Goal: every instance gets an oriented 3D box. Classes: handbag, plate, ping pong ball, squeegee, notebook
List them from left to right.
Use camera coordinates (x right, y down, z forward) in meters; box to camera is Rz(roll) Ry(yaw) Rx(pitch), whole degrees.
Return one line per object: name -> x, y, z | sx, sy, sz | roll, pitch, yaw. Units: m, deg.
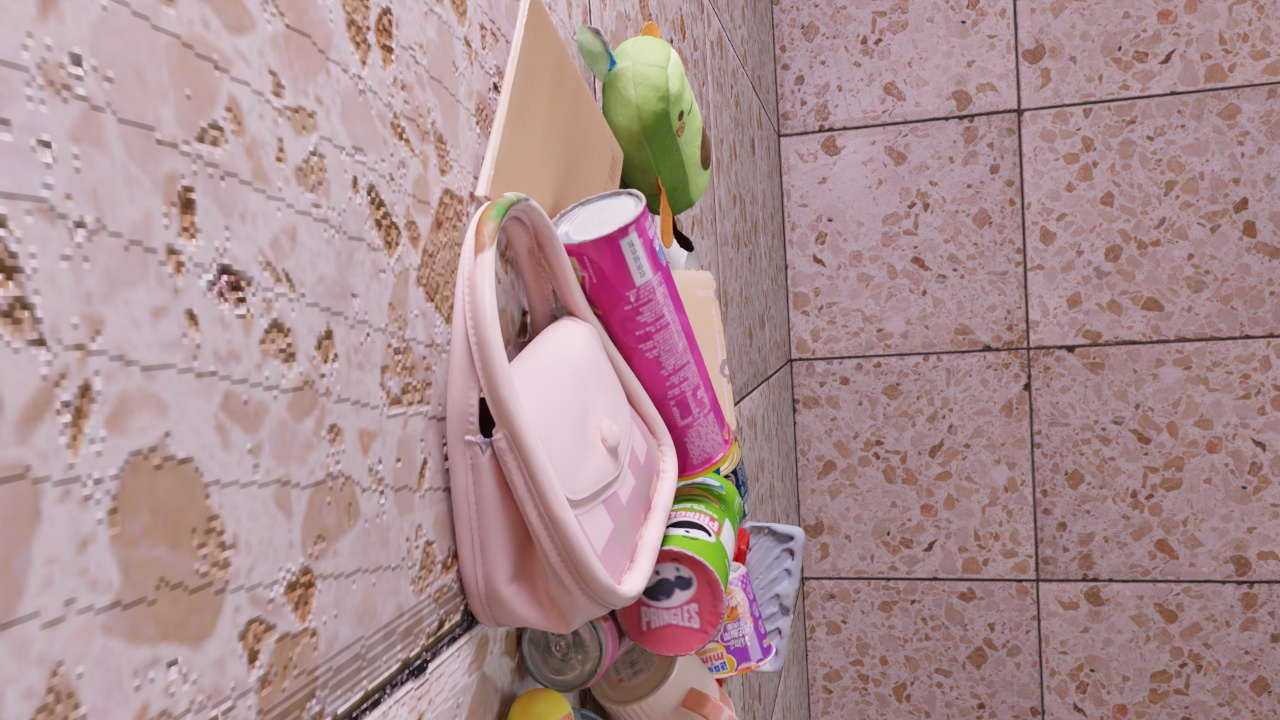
ping pong ball -> -0.059, 0.215, 0.543 | 0.040, 0.040, 0.040 | -2, 89, -76
handbag -> -0.056, 0.018, 0.543 | 0.193, 0.093, 0.234 | -61, 138, -67
notebook -> -0.053, -0.134, 0.648 | 0.211, 0.012, 0.149 | 49, 47, -67
squeegee -> 0.006, 0.340, 0.698 | 0.247, 0.040, 0.250 | -115, -179, -62
plate -> 0.043, -0.067, 1.033 | 0.164, 0.034, 0.164 | 65, 27, -57

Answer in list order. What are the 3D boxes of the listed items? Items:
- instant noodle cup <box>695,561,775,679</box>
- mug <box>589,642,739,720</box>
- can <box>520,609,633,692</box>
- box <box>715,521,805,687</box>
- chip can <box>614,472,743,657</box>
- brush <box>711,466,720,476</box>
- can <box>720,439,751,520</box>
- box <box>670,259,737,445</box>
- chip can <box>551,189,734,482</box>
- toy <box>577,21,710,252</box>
instant noodle cup -> 0.083, 0.276, 0.992 | 0.111, 0.112, 0.099 | -11, 91, -76
mug -> 0.027, 0.263, 0.706 | 0.081, 0.115, 0.106 | -51, 129, -27
can -> -0.031, 0.179, 0.630 | 0.147, 0.058, 0.058 | 10, 77, -76
box -> 0.134, 0.298, 1.099 | 0.118, 0.098, 0.201 | -36, 135, -69
chip can -> 0.036, 0.140, 0.682 | 0.235, 0.072, 0.072 | -30, 117, -79
brush -> 0.042, 0.105, 0.911 | 0.055, 0.074, 0.144 | -58, 144, -62
can -> 0.089, 0.143, 1.093 | 0.111, 0.075, 0.075 | 73, 20, -46
box -> 0.037, -0.002, 0.841 | 0.090, 0.060, 0.184 | 135, -52, -63
chip can -> 0.004, -0.013, 0.653 | 0.071, 0.071, 0.211 | -74, 148, -53
toy -> 0.015, -0.204, 0.834 | 0.247, 0.090, 0.226 | 57, 24, -71
